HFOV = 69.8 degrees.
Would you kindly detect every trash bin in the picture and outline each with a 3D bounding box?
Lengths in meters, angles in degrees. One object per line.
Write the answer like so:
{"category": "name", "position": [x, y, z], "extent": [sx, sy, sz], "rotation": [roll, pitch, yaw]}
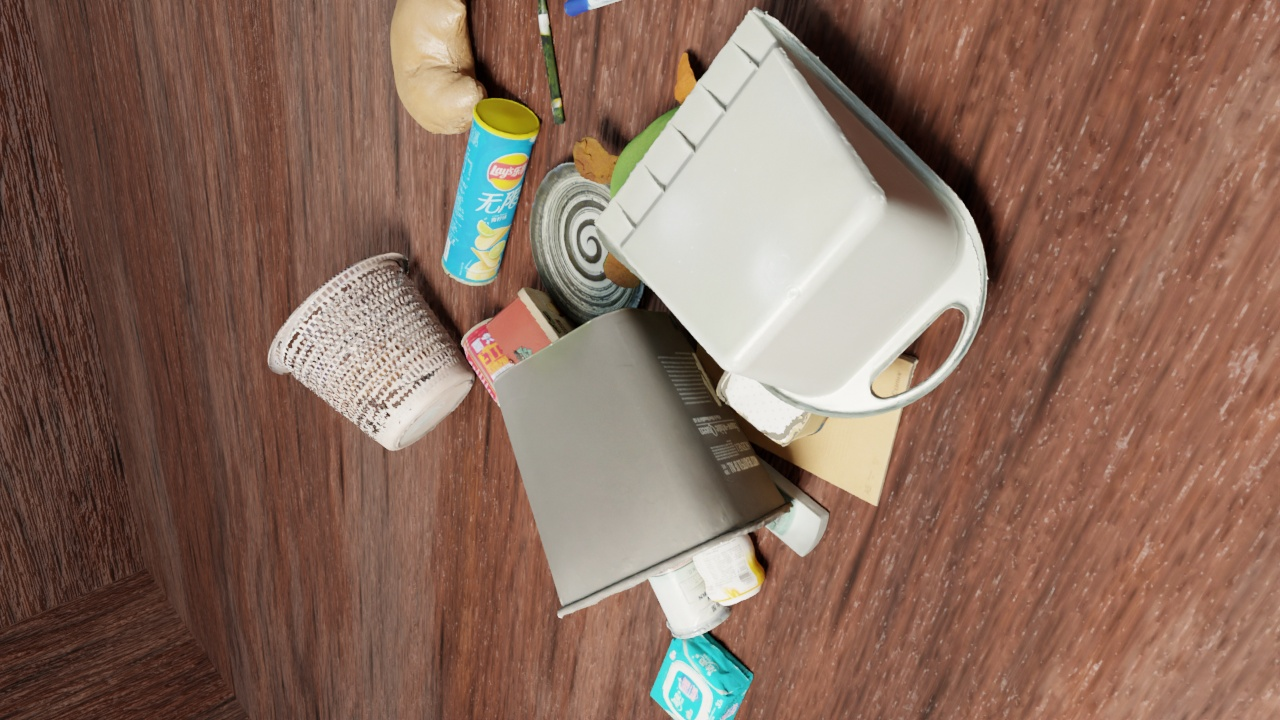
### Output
{"category": "trash bin", "position": [-0.005, 0.084, 0.833], "extent": [0.199, 0.198, 0.219], "rotation": [-28, 78, 20]}
{"category": "trash bin", "position": [-0.334, 0.002, 1.204], "extent": [0.192, 0.226, 0.228], "rotation": [46, 137, 5]}

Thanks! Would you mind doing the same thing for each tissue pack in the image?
{"category": "tissue pack", "position": [0.066, 0.374, 1.045], "extent": [0.093, 0.050, 0.134], "rotation": [38, 132, 29]}

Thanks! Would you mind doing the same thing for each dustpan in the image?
{"category": "dustpan", "position": [0.122, -0.086, 0.696], "extent": [0.223, 0.142, 0.257], "rotation": [-50, 49, 26]}

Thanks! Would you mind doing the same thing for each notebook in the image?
{"category": "notebook", "position": [0.136, 0.026, 0.830], "extent": [0.212, 0.012, 0.150], "rotation": [26, 127, 32]}

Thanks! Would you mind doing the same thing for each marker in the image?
{"category": "marker", "position": [-0.018, -0.337, 0.836], "extent": [0.146, 0.016, 0.017], "rotation": [5, 111, 46]}

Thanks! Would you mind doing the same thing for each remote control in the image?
{"category": "remote control", "position": [0.122, 0.131, 0.897], "extent": [0.135, 0.019, 0.056], "rotation": [40, 132, 29]}

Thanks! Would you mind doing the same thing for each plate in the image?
{"category": "plate", "position": [-0.053, -0.120, 0.970], "extent": [0.180, 0.024, 0.180], "rotation": [22, 122, 41]}

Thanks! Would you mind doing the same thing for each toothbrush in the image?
{"category": "toothbrush", "position": [-0.099, -0.332, 0.925], "extent": [0.012, 0.017, 0.186], "rotation": [13, 117, 50]}

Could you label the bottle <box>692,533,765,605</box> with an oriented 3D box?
{"category": "bottle", "position": [0.082, 0.190, 0.934], "extent": [0.063, 0.063, 0.108], "rotation": [-26, 85, 50]}

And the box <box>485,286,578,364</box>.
{"category": "box", "position": [-0.093, 0.011, 1.006], "extent": [0.080, 0.091, 0.168], "rotation": [-40, 73, 14]}

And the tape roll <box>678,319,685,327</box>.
{"category": "tape roll", "position": [0.061, -0.064, 0.878], "extent": [0.086, 0.013, 0.086], "rotation": [22, 122, 40]}

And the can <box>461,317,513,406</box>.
{"category": "can", "position": [-0.169, 0.001, 1.116], "extent": [0.094, 0.066, 0.067], "rotation": [54, 138, 14]}

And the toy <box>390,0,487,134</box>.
{"category": "toy", "position": [-0.227, -0.364, 1.009], "extent": [0.144, 0.082, 0.226], "rotation": [6, 108, 41]}

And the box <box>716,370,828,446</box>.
{"category": "box", "position": [0.141, -0.024, 0.750], "extent": [0.090, 0.061, 0.185], "rotation": [42, 117, 25]}

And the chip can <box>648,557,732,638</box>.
{"category": "chip can", "position": [0.021, 0.183, 0.978], "extent": [0.071, 0.071, 0.214], "rotation": [-21, 96, 50]}

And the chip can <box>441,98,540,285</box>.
{"category": "chip can", "position": [-0.171, -0.185, 1.032], "extent": [0.071, 0.071, 0.211], "rotation": [46, 136, 23]}

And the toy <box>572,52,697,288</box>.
{"category": "toy", "position": [0.040, -0.159, 0.801], "extent": [0.247, 0.089, 0.227], "rotation": [-15, 82, 46]}
